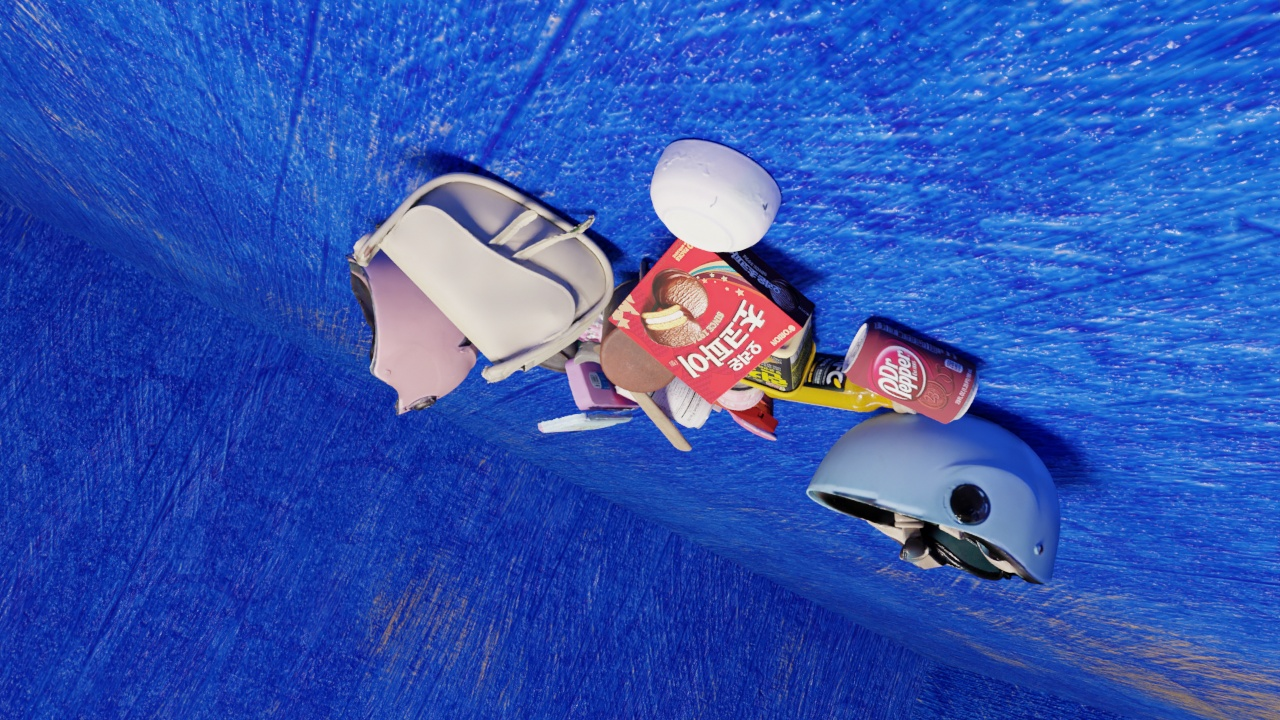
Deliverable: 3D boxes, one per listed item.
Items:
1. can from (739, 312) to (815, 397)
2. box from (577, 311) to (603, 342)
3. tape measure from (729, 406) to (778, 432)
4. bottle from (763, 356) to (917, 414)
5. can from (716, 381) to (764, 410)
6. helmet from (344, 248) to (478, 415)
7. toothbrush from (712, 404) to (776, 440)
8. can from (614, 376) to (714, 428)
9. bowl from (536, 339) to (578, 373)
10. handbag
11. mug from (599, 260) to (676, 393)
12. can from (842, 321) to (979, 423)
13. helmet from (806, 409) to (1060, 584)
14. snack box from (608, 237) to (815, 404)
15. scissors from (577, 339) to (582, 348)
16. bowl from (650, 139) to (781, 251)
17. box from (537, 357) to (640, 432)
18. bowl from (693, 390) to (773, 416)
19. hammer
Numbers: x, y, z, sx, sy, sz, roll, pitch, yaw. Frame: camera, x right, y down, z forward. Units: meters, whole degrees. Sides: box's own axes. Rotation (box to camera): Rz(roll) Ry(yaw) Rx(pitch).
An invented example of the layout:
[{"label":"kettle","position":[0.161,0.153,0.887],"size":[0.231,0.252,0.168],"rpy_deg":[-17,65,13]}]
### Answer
[{"label":"can","position":[0.111,-0.028,0.947],"size":[0.131,0.072,0.101],"rpy_deg":[20,162,18]},{"label":"box","position":[-0.027,-0.044,1.150],"size":[0.201,0.058,0.156],"rpy_deg":[21,162,13]},{"label":"tape measure","position":[0.149,0.072,1.182],"size":[0.051,0.019,0.059],"rpy_deg":[35,169,-39]},{"label":"bottle","position":[0.218,0.026,0.995],"size":[0.186,0.053,0.053],"rpy_deg":[8,158,46]},{"label":"can","position":[0.117,0.018,1.098],"size":[0.067,0.067,0.076],"rpy_deg":[21,164,12]},{"label":"helmet","position":[-0.306,-0.054,1.286],"size":[0.152,0.229,0.256],"rpy_deg":[-17,155,-10]},{"label":"toothbrush","position":[0.156,0.093,1.386],"size":[0.135,0.016,0.022],"rpy_deg":[32,163,-25]},{"label":"can","position":[0.035,0.040,1.292],"size":[0.132,0.070,0.070],"rpy_deg":[26,165,-6]},{"label":"bowl","position":[-0.144,-0.045,1.289],"size":[0.145,0.067,0.145],"rpy_deg":[23,165,6]},{"label":"handbag","position":[-0.148,-0.098,0.937],"size":[0.229,0.183,0.132],"rpy_deg":[44,160,-6]},{"label":"mug","position":[0.002,-0.041,0.984],"size":[0.096,0.110,0.123],"rpy_deg":[-4,120,-3]},{"label":"can","position":[0.255,0.011,0.867],"size":[0.114,0.063,0.063],"rpy_deg":[24,165,2]},{"label":"helmet","position":[0.316,0.136,0.986],"size":[0.265,0.166,0.226],"rpy_deg":[18,167,-9]},{"label":"snack box","position":[0.062,-0.045,0.859],"size":[0.132,0.035,0.152],"rpy_deg":[40,139,-4]},{"label":"scissors","position":[-0.074,-0.020,1.356],"size":[0.150,0.019,0.120],"rpy_deg":[16,162,24]},{"label":"bowl","position":[0.056,-0.125,0.739],"size":[0.105,0.054,0.105],"rpy_deg":[22,164,6]},{"label":"box","position":[-0.078,0.055,1.312],"size":[0.093,0.089,0.214],"rpy_deg":[-22,171,16]},{"label":"bowl","position":[0.124,0.035,1.204],"size":[0.122,0.035,0.122],"rpy_deg":[23,165,6]},{"label":"hammer","position":[0.011,0.054,1.220],"size":[0.119,0.030,0.331],"rpy_deg":[16,163,27]}]
